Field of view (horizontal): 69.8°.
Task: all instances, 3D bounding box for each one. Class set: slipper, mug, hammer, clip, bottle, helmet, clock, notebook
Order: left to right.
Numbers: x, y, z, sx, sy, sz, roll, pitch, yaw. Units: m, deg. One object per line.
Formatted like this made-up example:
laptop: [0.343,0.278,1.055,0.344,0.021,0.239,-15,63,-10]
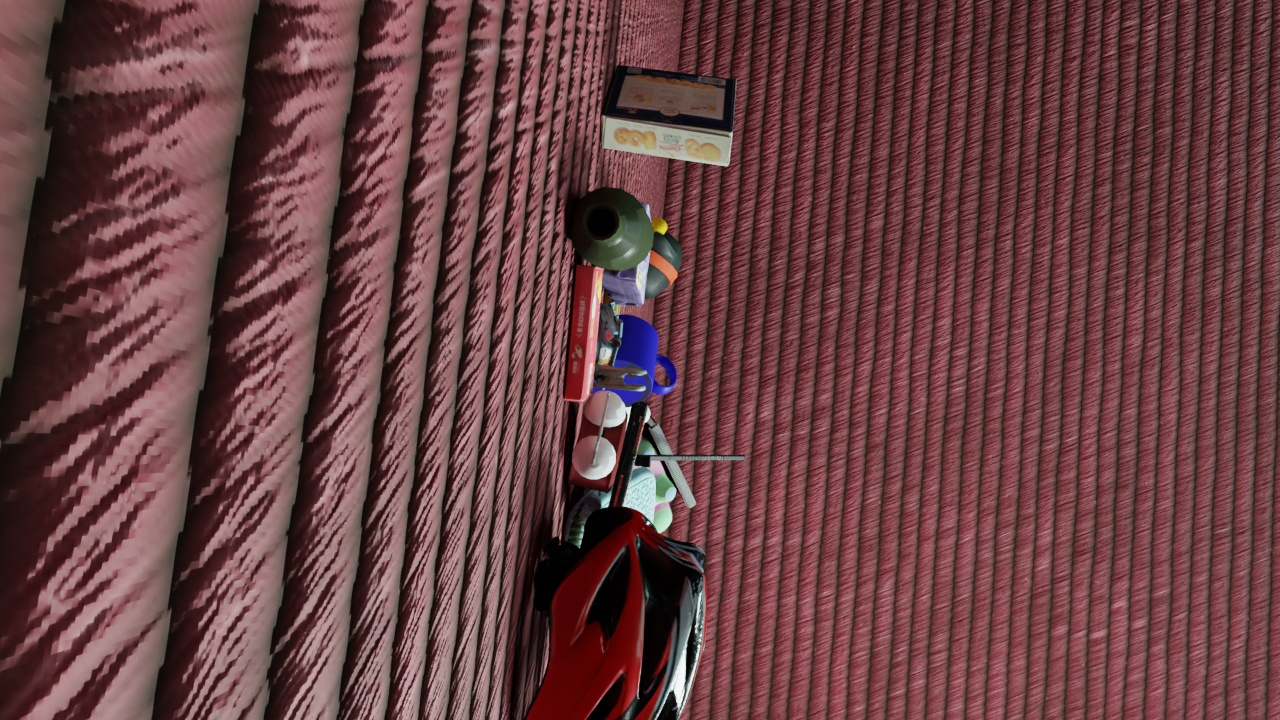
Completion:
clock: [-0.045,0.089,0.977,0.138,0.048,0.096,107,-5,-65]
slipper: [-0.045,0.191,1.126,0.275,0.069,0.116,-6,106,-70]
helmet: [-0.033,0.268,0.838,0.217,0.167,0.272,-62,170,-74]
bottle: [-0.027,-0.119,0.839,0.206,0.071,0.071,-56,151,-85]
clip: [-0.031,0.018,0.984,0.023,0.076,0.047,-59,153,-83]
mug: [-0.007,0.007,1.127,0.079,0.111,0.083,-55,-162,40]
notebook: [0.018,0.119,1.398,0.149,0.016,0.207,52,-10,46]
hammer: [0.065,0.137,1.289,0.324,0.095,0.015,8,86,-52]

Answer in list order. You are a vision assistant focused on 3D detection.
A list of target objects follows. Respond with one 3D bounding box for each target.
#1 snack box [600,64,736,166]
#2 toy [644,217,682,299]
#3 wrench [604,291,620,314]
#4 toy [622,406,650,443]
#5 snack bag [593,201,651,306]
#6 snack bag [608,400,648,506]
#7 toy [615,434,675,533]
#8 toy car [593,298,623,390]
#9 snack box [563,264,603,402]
snack box: [0.034,-0.281,1.038,0.144,0.144,0.043,-80,177,-49]
toy: [0.006,-0.137,1.335,0.099,0.098,0.119,38,75,-36]
wrench: [-0.042,-0.039,1.231,0.083,0.018,0.273,-35,131,-81]
toy: [-0.025,0.056,1.213,0.125,0.037,0.075,63,34,-42]
snack bag: [-0.020,-0.127,1.112,0.205,0.058,0.096,73,24,-84]
snack bag: [-0.018,0.120,1.001,0.074,0.018,0.155,142,-38,-86]
toy: [-0.017,0.169,1.379,0.222,0.120,0.171,65,-14,-23]
toy car: [-0.048,-0.015,1.015,0.108,0.027,0.060,107,-28,-42]
snack box: [-0.056,-0.029,0.925,0.089,0.021,0.133,-58,153,-85]
